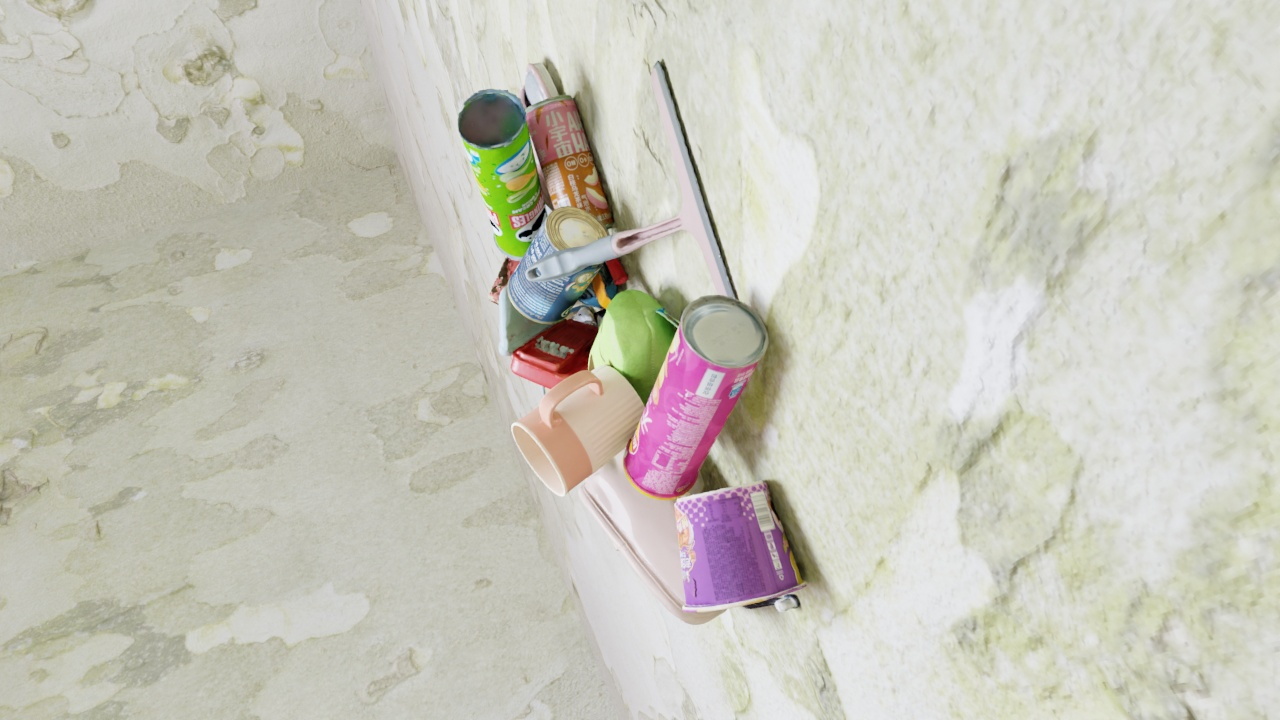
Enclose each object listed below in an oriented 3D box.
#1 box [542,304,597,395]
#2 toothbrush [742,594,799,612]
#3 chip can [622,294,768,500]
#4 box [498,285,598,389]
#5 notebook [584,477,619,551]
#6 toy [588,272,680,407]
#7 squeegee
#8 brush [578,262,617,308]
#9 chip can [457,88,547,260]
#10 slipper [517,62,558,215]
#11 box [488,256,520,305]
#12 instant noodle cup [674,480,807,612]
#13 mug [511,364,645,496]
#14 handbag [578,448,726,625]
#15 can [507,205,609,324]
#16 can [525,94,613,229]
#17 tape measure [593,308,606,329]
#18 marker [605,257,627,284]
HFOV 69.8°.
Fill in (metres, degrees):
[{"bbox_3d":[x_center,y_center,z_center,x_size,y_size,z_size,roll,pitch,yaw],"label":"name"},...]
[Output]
[{"bbox_3d":[-0.092,0.015,1.279,0.060,0.089,0.185,-124,25,-43],"label":"box"},{"bbox_3d":[0.124,0.245,0.928,0.015,0.018,0.181,65,167,9],"label":"toothbrush"},{"bbox_3d":[0.041,0.037,0.770,0.071,0.071,0.211,63,152,28],"label":"chip can"},{"bbox_3d":[-0.098,-0.046,1.091,0.201,0.119,0.098,-47,-22,-70],"label":"box"},{"bbox_3d":[-0.034,0.146,1.112,0.149,0.012,0.211,34,-156,-58],"label":"notebook"},{"bbox_3d":[-0.006,0.006,0.944,0.227,0.090,0.247,62,165,21],"label":"toy"},{"bbox_3d":[-0.019,-0.106,0.829,0.250,0.040,0.247,-12,99,46],"label":"squeegee"},{"bbox_3d":[-0.063,-0.102,1.093,0.073,0.055,0.144,50,-179,-34],"label":"brush"},{"bbox_3d":[-0.144,-0.194,1.000,0.236,0.072,0.072,88,159,-69],"label":"chip can"},{"bbox_3d":[-0.118,-0.232,1.117,0.275,0.054,0.114,86,159,-49],"label":"slipper"},{"bbox_3d":[-0.159,-0.106,1.247,0.168,0.076,0.091,-29,-36,-88],"label":"box"},{"bbox_3d":[0.080,0.162,0.810,0.112,0.111,0.099,129,129,-74],"label":"instant noodle cup"},{"bbox_3d":[-0.057,0.054,0.856,0.081,0.105,0.115,40,154,32],"label":"mug"},{"bbox_3d":[0.042,0.202,1.008,0.193,0.093,0.234,47,176,29],"label":"handbag"},{"bbox_3d":[-0.085,-0.099,0.959,0.111,0.075,0.075,-49,58,47],"label":"can"},{"bbox_3d":[-0.077,-0.206,0.991,0.058,0.058,0.147,-177,68,-75],"label":"can"},{"bbox_3d":[-0.027,-0.032,1.088,0.066,0.033,0.066,-169,59,-76],"label":"tape measure"},{"bbox_3d":[-0.049,-0.151,1.047,0.017,0.017,0.145,105,143,-66],"label":"marker"}]
